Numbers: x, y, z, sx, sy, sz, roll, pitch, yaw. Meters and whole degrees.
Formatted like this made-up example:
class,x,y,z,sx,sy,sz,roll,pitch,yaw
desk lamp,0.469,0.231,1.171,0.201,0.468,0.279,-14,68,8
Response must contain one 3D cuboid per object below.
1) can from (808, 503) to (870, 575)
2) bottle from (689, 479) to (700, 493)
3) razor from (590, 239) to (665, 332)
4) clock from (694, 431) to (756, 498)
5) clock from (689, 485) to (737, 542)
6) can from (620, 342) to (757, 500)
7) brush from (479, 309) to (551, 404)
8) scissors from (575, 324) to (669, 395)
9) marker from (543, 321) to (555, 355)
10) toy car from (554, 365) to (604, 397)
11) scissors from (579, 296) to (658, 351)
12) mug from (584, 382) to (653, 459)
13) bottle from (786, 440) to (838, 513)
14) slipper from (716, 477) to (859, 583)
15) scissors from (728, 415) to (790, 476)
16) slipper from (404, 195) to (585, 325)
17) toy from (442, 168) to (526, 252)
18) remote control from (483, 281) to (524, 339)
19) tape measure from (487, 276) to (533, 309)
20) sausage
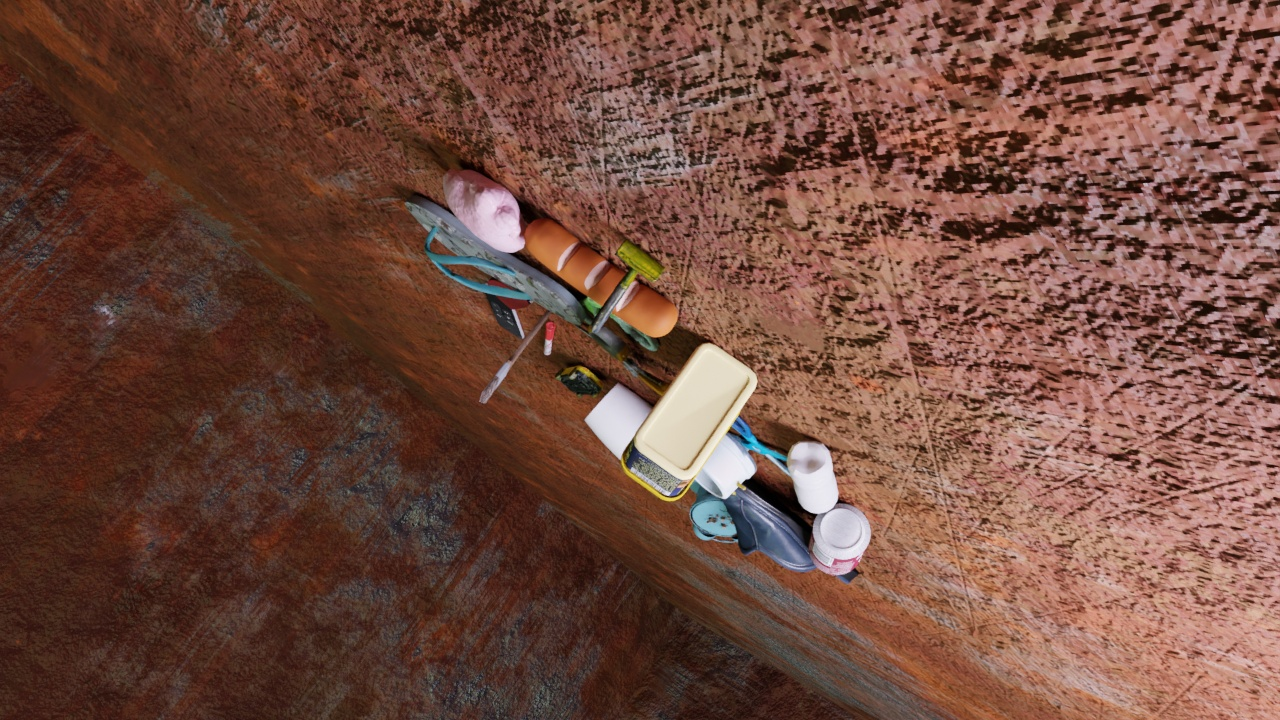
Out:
class,x,y,z,sx,sy,sz,roll,pitch,yaw
can,0.230,0.210,1.068,0.063,0.063,0.114,31,164,18
bottle,0.081,0.164,1.301,0.130,0.040,0.040,45,163,-30
razor,-0.020,-0.059,0.811,0.042,0.026,0.106,35,135,-3
clock,0.080,0.107,1.072,0.117,0.057,0.083,44,166,6
clock,0.116,0.213,1.273,0.090,0.053,0.124,5,138,11
can,0.047,0.060,0.895,0.075,0.135,0.104,35,162,5
brush,-0.143,-0.010,1.078,0.008,0.142,0.045,35,157,-2
scissors,-0.006,0.006,1.017,0.225,0.016,0.230,35,175,28
marker,-0.123,-0.027,1.234,0.013,0.012,0.142,36,165,2
toy car,-0.085,0.028,1.279,0.049,0.030,0.107,40,162,-18
scissors,-0.041,-0.063,0.957,0.165,0.024,0.171,39,168,12
mug,-0.016,0.080,1.222,0.087,0.081,0.114,42,-164,1
bottle,0.183,0.128,0.966,0.044,0.044,0.136,28,163,28
slipper,0.157,0.218,1.170,0.265,0.083,0.109,40,-175,-13
scissors,0.124,0.090,1.046,0.134,0.011,0.140,22,158,49
slipper,-0.175,-0.100,1.044,0.269,0.054,0.098,32,167,22
toy,-0.144,-0.143,0.865,0.102,0.050,0.093,44,166,-15
remote control,-0.188,-0.067,1.264,0.045,0.008,0.147,33,164,11
tape measure,-0.159,-0.087,1.123,0.051,0.019,0.059,45,156,-22
sausage,-0.038,-0.076,0.852,0.164,0.039,0.044,35,159,5
